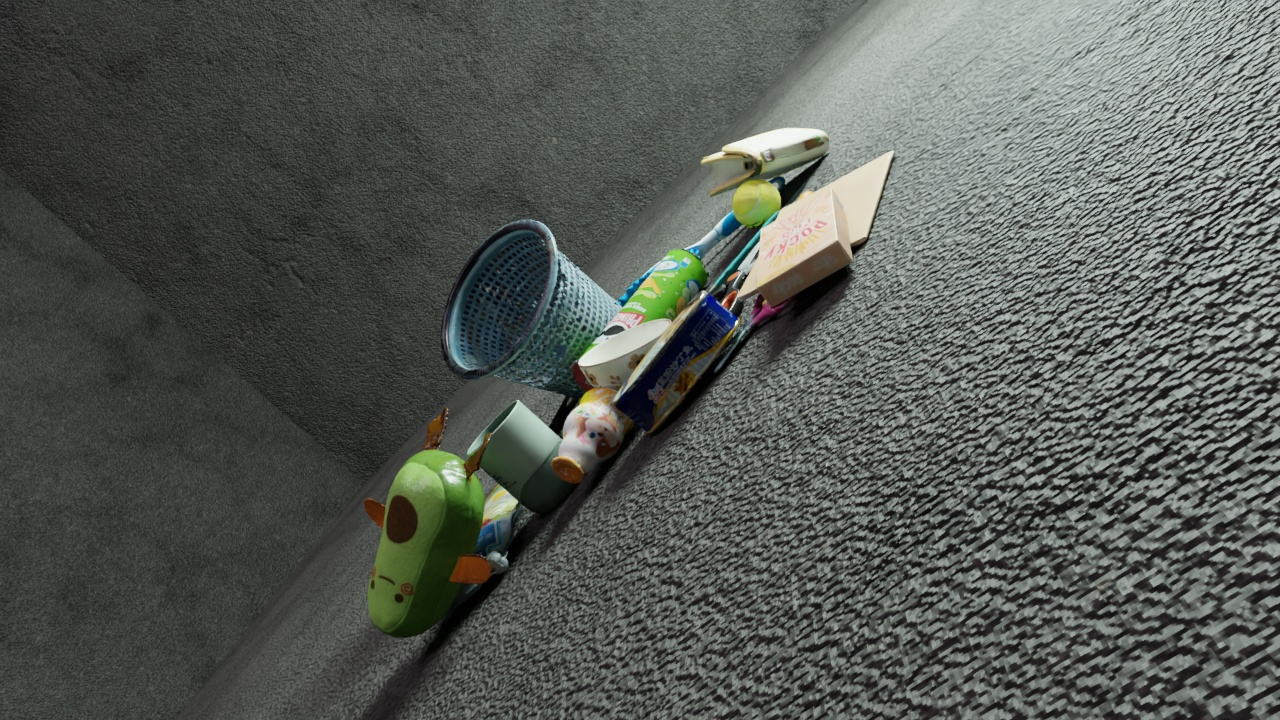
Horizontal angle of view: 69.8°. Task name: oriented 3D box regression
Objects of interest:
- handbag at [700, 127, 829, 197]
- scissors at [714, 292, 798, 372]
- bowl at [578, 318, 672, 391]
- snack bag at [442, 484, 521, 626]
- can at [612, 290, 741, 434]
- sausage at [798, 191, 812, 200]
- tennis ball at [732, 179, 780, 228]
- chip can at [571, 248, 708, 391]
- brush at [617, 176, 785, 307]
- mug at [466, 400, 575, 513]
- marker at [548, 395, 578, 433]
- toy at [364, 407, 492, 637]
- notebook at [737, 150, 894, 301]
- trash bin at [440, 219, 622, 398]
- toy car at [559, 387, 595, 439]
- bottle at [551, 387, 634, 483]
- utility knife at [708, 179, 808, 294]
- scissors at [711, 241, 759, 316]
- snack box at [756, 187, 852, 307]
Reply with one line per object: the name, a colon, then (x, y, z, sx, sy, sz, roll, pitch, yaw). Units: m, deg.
handbag: (0.190, -0.289, 1.265, 0.163, 0.063, 0.179, -25, 9, -37)
scissors: (0.110, -0.040, 0.909, 0.134, 0.017, 0.128, -43, 12, 31)
bowl: (-0.006, 0.006, 1.015, 0.113, 0.062, 0.113, -23, 13, 5)
snack bag: (-0.170, 0.203, 1.027, 0.110, 0.039, 0.190, -37, 17, 18)
can: (0.036, 0.001, 0.912, 0.148, 0.049, 0.074, -51, 6, -4)
sausage: (0.181, -0.159, 1.058, 0.022, 0.021, 0.164, -38, 13, 37)
tennis ball: (0.155, -0.210, 1.229, 0.065, 0.065, 0.065, -44, 11, 10)
chip can: (0.003, -0.051, 1.207, 0.235, 0.072, 0.072, -52, 12, -31)
brush: (0.086, -0.162, 1.370, 0.315, 0.060, 0.109, -37, 10, 29)
mug: (-0.129, 0.111, 1.017, 0.082, 0.106, 0.112, -52, 12, -24)
marker: (-0.105, 0.064, 1.337, 0.022, 0.020, 0.131, -22, 20, 24)
toy: (-0.220, 0.175, 0.948, 0.227, 0.089, 0.246, 15, 89, 47)
notebook: (0.185, -0.142, 0.952, 0.148, 0.008, 0.207, -25, 21, 35)
trash bin: (-0.126, -0.049, 1.251, 0.227, 0.195, 0.226, -23, 54, 36)
toy car: (-0.055, 0.071, 1.048, 0.091, 0.043, 0.036, -53, -13, 5)
bottle: (-0.051, 0.079, 0.953, 0.063, 0.063, 0.108, -35, 15, 46)
utility knife: (0.153, -0.156, 1.170, 0.209, 0.013, 0.029, -50, -16, -13)
scissors: (0.104, -0.077, 1.068, 0.221, 0.021, 0.221, -39, 14, 10)
snack box: (0.154, -0.111, 0.872, 0.085, 0.026, 0.157, -30, 19, 22)
